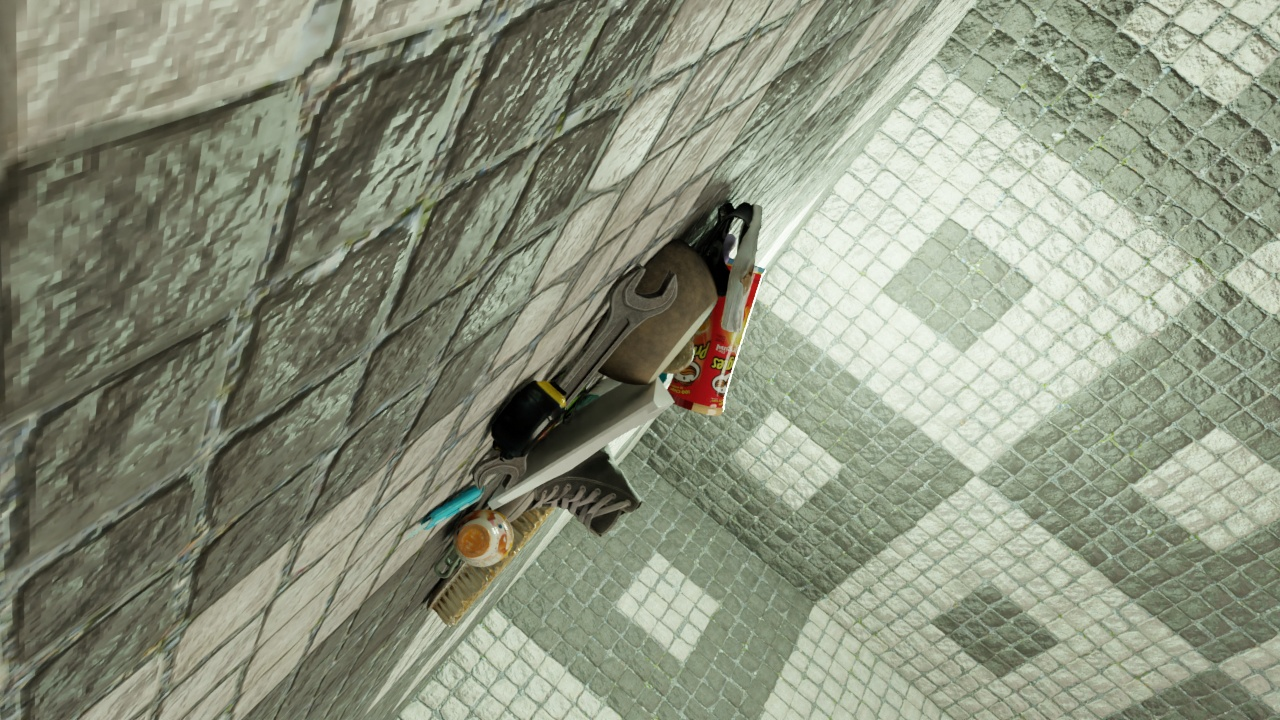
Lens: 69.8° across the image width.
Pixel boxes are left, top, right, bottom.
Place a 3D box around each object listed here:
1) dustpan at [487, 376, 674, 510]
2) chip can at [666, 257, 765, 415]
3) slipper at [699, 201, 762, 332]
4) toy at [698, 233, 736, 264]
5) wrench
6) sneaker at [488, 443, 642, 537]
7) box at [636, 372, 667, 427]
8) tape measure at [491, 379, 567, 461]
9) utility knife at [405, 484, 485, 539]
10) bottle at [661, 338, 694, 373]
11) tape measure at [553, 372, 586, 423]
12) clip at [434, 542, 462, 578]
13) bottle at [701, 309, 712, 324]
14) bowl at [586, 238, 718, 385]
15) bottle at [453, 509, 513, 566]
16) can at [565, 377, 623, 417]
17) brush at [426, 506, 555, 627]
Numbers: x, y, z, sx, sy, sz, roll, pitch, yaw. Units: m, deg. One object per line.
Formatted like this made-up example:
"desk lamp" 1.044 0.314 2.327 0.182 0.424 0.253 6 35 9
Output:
"dustpan" -0.049 0.091 1.011 0.191 0.053 0.257 -32 -174 7
"chip can" 0.104 -0.036 1.281 0.087 0.087 0.213 -29 136 -77
"slipper" 0.100 -0.116 1.046 0.263 0.063 0.111 -76 176 -63
"toy" 0.087 -0.123 1.175 0.080 0.036 0.099 -47 180 44
"wrench" -0.063 0.020 0.851 0.273 0.010 0.070 -50 139 10
"sneaker" -0.092 0.180 1.178 0.095 0.120 0.234 -42 168 28
"box" 0.037 -0.010 1.407 0.227 0.039 0.181 -59 -174 2
"tape measure" -0.096 0.050 0.787 0.071 0.042 0.073 -40 174 -38
"utility knife" -0.181 0.141 0.846 0.022 0.015 0.140 -56 171 19
"bottle" 0.036 -0.016 1.222 0.059 0.059 0.167 -51 -176 1
"tape measure" -0.077 0.040 0.907 0.058 0.036 0.066 -49 175 -12
"clip" -0.218 0.226 1.093 0.075 0.023 0.037 -55 173 23
"bottle" 0.040 -0.064 1.120 0.045 0.045 0.184 -52 166 15
"bowl" 0.017 -0.041 0.948 0.162 0.070 0.162 -50 175 -6
"bottle" -0.176 0.196 1.010 0.063 0.063 0.109 -50 175 -6
"can" -0.053 0.066 1.193 0.101 0.055 0.055 -46 173 -43
"brush" -0.196 0.255 1.291 0.271 0.056 0.083 -50 176 -6
